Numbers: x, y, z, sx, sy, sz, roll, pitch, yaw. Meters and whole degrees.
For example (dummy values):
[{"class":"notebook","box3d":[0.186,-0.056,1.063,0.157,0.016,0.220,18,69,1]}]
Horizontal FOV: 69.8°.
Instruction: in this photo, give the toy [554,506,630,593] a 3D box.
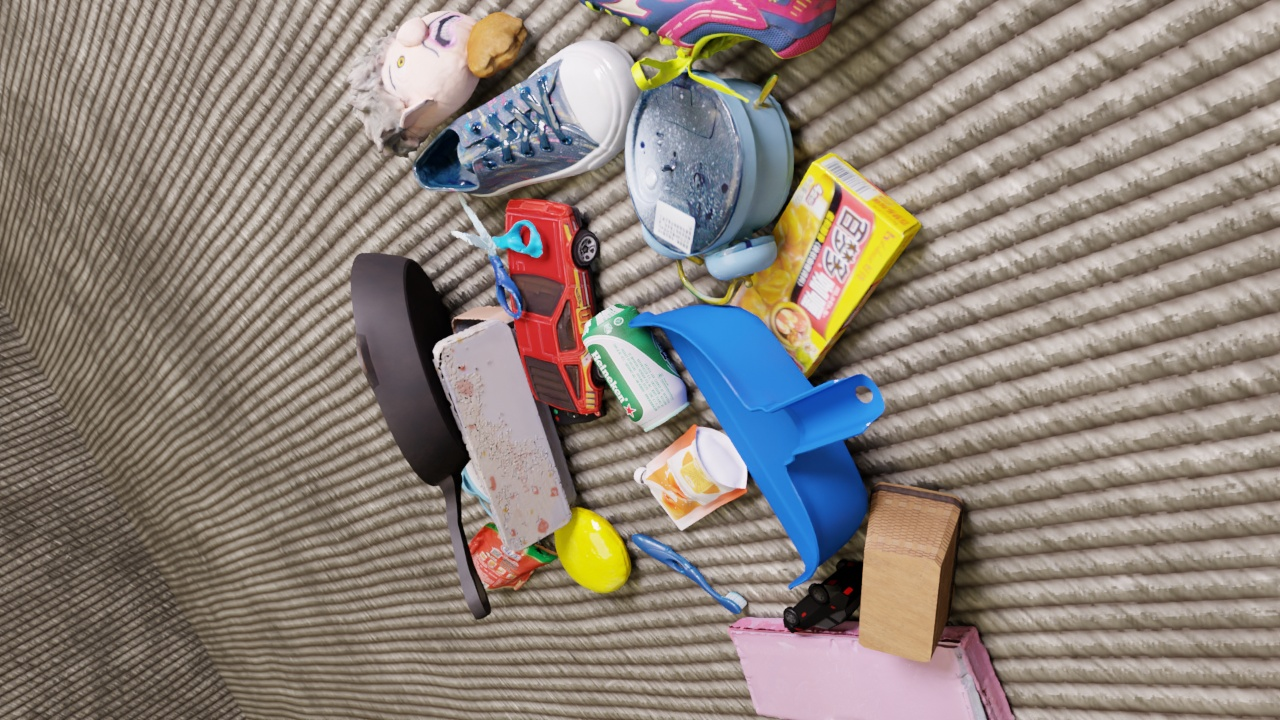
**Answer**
[{"class":"toy","box3d":[-0.049,0.190,0.916,0.095,0.041,0.094,32,131,26]}]

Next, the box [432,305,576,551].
[{"class":"box","box3d":[-0.130,0.059,0.875,0.108,0.094,0.216,30,139,63]}]

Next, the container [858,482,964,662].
[{"class":"container","box3d":[0.183,0.150,0.634,0.063,0.061,0.114,8,121,22]}]

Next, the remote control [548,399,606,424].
[{"class":"remote control","box3d":[-0.078,0.043,0.877,0.125,0.010,0.039,-12,105,48]}]

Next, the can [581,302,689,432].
[{"class":"can","box3d":[-0.004,0.004,0.748,0.053,0.053,0.101,-33,89,49]}]

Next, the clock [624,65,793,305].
[{"class":"clock","box3d":[0.042,-0.113,0.604,0.118,0.060,0.162,36,130,44]}]

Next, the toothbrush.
[{"class":"toothbrush","box3d":[0.043,0.194,0.849,0.132,0.016,0.021,29,131,33]}]

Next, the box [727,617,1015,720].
[{"class":"box","box3d":[0.170,0.253,0.734,0.233,0.046,0.098,-13,105,48]}]

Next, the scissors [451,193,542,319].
[{"class":"scissors","box3d":[-0.129,-0.087,0.781,0.134,0.015,0.103,22,116,39]}]

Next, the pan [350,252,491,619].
[{"class":"pan","box3d":[-0.185,0.064,0.860,0.249,0.043,0.356,76,177,-86]}]

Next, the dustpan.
[{"class":"dustpan","box3d":[0.093,0.043,0.612,0.245,0.059,0.258,59,155,3]}]

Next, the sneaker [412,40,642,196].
[{"class":"sneaker","box3d":[-0.094,-0.171,0.710,0.236,0.079,0.087,-11,105,48]}]

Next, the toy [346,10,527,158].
[{"class":"toy","box3d":[-0.167,-0.233,0.728,0.176,0.132,0.076,-15,148,29]}]

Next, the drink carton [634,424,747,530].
[{"class":"drink carton","box3d":[0.040,0.103,0.785,0.069,0.038,0.122,52,145,6]}]

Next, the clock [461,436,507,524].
[{"class":"clock","box3d":[-0.158,0.132,0.995,0.087,0.041,0.123,33,139,27]}]

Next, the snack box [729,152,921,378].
[{"class":"snack box","box3d":[0.115,-0.056,0.613,0.075,0.025,0.153,44,138,17]}]

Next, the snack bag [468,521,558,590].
[{"class":"snack bag","box3d":[-0.146,0.215,1.022,0.087,0.044,0.156,31,141,-11]}]

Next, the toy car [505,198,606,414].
[{"class":"toy car","box3d":[-0.073,-0.045,0.788,0.082,0.056,0.189,14,120,37]}]

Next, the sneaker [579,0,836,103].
[{"class":"sneaker","box3d":[0.012,-0.222,0.552,0.242,0.116,0.091,27,145,46]}]

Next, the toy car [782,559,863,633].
[{"class":"toy car","box3d":[0.147,0.190,0.720,0.036,0.042,0.092,48,138,15]}]
